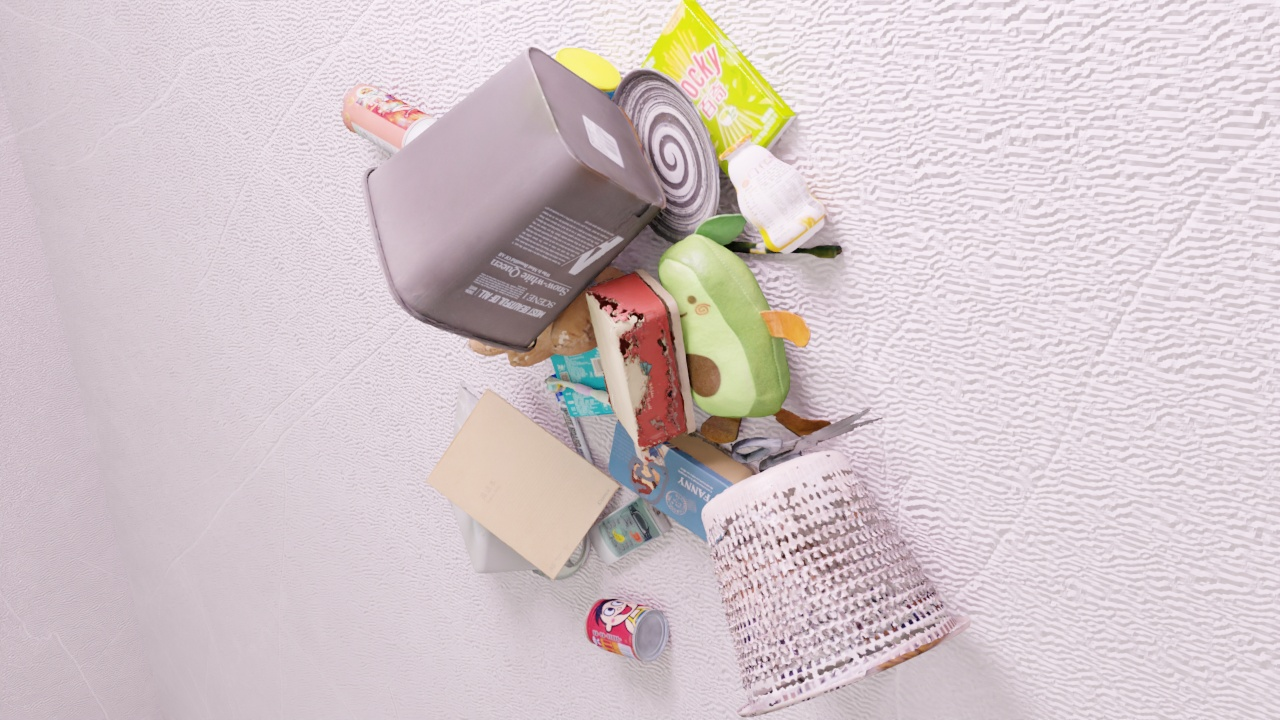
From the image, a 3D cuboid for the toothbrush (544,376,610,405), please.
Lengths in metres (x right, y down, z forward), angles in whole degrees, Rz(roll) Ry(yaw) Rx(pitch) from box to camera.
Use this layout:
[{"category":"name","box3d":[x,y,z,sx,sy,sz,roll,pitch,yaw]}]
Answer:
[{"category":"toothbrush","box3d":[-0.031,0.047,1.023,0.190,0.029,0.020,15,78,35]}]

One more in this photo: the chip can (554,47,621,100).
[{"category":"chip can","box3d":[-0.092,-0.230,1.001,0.071,0.071,0.211,47,133,19]}]

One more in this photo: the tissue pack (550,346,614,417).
[{"category":"tissue pack","box3d":[-0.046,0.017,1.073,0.134,0.050,0.093,-9,103,45]}]

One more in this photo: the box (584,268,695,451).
[{"category":"box","box3d":[-0.006,0.005,0.910,0.091,0.080,0.168,50,157,50]}]

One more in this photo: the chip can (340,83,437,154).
[{"category":"chip can","box3d":[-0.292,-0.286,1.165,0.215,0.071,0.071,32,126,31]}]

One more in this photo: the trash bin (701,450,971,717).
[{"category":"trash bin","box3d":[0.159,0.199,0.860,0.228,0.227,0.192,-40,66,44]}]

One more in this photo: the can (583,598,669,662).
[{"category":"can","box3d":[-0.019,0.341,1.169,0.094,0.066,0.066,-1,106,43]}]

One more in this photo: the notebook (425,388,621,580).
[{"category":"notebook","box3d":[-0.150,0.156,1.161,0.211,0.012,0.149,35,96,9]}]

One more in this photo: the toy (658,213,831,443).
[{"category":"toy","box3d":[0.085,-0.016,0.902,0.227,0.089,0.247,-4,116,47]}]

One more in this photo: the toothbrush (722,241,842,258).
[{"category":"toothbrush","box3d":[0.114,-0.111,0.899,0.186,0.017,0.012,10,115,43]}]

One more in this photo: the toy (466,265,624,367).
[{"category":"toy","box3d":[-0.104,-0.049,1.046,0.227,0.143,0.082,-12,118,46]}]

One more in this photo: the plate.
[{"category":"plate","box3d":[0.028,-0.201,0.910,0.179,0.024,0.180,41,145,38]}]

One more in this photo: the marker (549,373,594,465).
[{"category":"marker","box3d":[-0.084,0.085,1.160,0.017,0.016,0.146,-17,95,45]}]

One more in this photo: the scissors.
[{"category":"scissors","box3d":[0.168,0.082,0.900,0.172,0.014,0.147,-2,145,20]}]

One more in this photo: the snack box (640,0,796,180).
[{"category":"snack box","box3d":[0.070,-0.256,0.870,0.156,0.026,0.086,54,134,13]}]

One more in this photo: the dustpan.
[{"category":"dustpan","box3d":[-0.174,0.187,1.292,0.257,0.142,0.223,-119,36,-50]}]

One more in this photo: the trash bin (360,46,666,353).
[{"category":"trash bin","box3d":[-0.115,-0.152,0.882,0.220,0.198,0.198,-35,59,26]}]

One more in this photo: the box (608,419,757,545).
[{"category":"box","box3d":[0.050,0.128,1.022,0.184,0.061,0.090,30,126,33]}]

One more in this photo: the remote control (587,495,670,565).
[{"category":"remote control","box3d":[-0.018,0.212,1.148,0.135,0.019,0.056,-39,79,44]}]

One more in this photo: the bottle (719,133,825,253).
[{"category":"bottle","box3d":[0.117,-0.152,0.831,0.108,0.063,0.063,52,135,-5]}]
